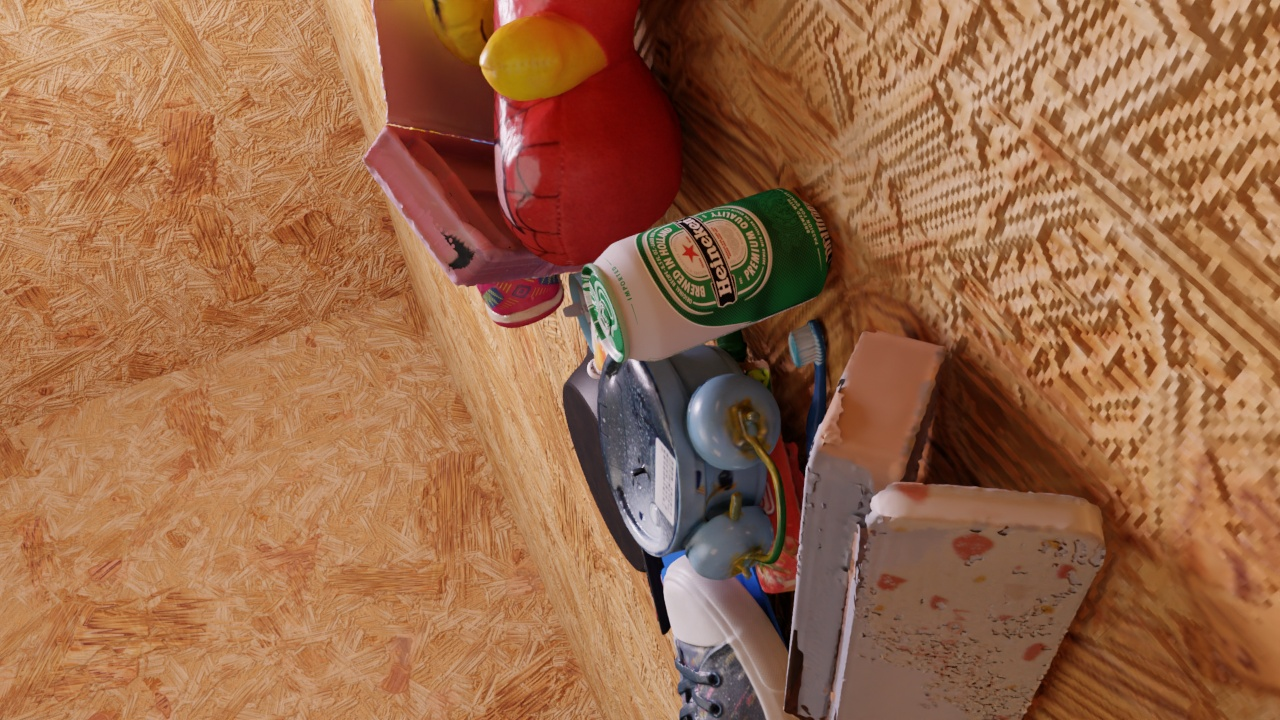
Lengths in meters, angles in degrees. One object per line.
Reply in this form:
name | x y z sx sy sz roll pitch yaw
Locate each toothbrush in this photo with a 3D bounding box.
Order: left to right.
toothbrush | 0.089 0.040 0.454 0.021 0.016 0.132 -130 24 -61

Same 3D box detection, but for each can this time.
can | 0.030 -0.036 0.391 0.053 0.101 0.053 158 90 -76

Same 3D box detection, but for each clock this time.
clock | -0.026 -0.034 0.713 0.123 0.042 0.087 -144 36 -67
clock | 0.027 0.051 0.490 0.162 0.060 0.118 -136 41 -56

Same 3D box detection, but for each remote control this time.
remote control | 0.006 0.153 0.732 0.039 0.010 0.124 -153 50 -86

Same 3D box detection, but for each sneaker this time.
sneaker | -0.114 -0.127 0.787 0.241 0.116 0.091 -114 2 -54
sneaker | 0.056 0.235 0.553 0.088 0.079 0.235 -13 98 67

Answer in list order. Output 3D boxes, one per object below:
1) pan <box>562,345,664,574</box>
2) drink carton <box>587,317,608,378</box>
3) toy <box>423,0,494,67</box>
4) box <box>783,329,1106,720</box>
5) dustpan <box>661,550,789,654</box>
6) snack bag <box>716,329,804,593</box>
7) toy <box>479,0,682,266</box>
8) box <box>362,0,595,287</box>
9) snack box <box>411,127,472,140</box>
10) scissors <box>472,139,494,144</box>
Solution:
pan | -0.008 0.086 0.808 0.357 0.043 0.248 122 125 -72
drink carton | -0.004 0.004 0.644 0.122 0.038 0.069 36 136 47
toy | -0.085 -0.205 0.490 0.094 0.041 0.096 -60 -26 -49
box | 0.105 0.090 0.383 0.217 0.094 0.107 83 -177 -46
dustpan | 0.059 0.178 0.670 0.258 0.059 0.245 -21 91 66
snack bag | 0.069 0.050 0.514 0.087 0.044 0.155 164 91 -76
toy | -0.032 -0.145 0.448 0.147 0.099 0.217 -69 -22 -49
box | -0.091 -0.131 0.572 0.179 0.059 0.232 69 -161 0
snack box | -0.149 -0.207 0.761 0.075 0.025 0.152 99 -171 -62
scissors | -0.110 -0.203 0.590 0.132 0.015 0.109 63 -143 -60
